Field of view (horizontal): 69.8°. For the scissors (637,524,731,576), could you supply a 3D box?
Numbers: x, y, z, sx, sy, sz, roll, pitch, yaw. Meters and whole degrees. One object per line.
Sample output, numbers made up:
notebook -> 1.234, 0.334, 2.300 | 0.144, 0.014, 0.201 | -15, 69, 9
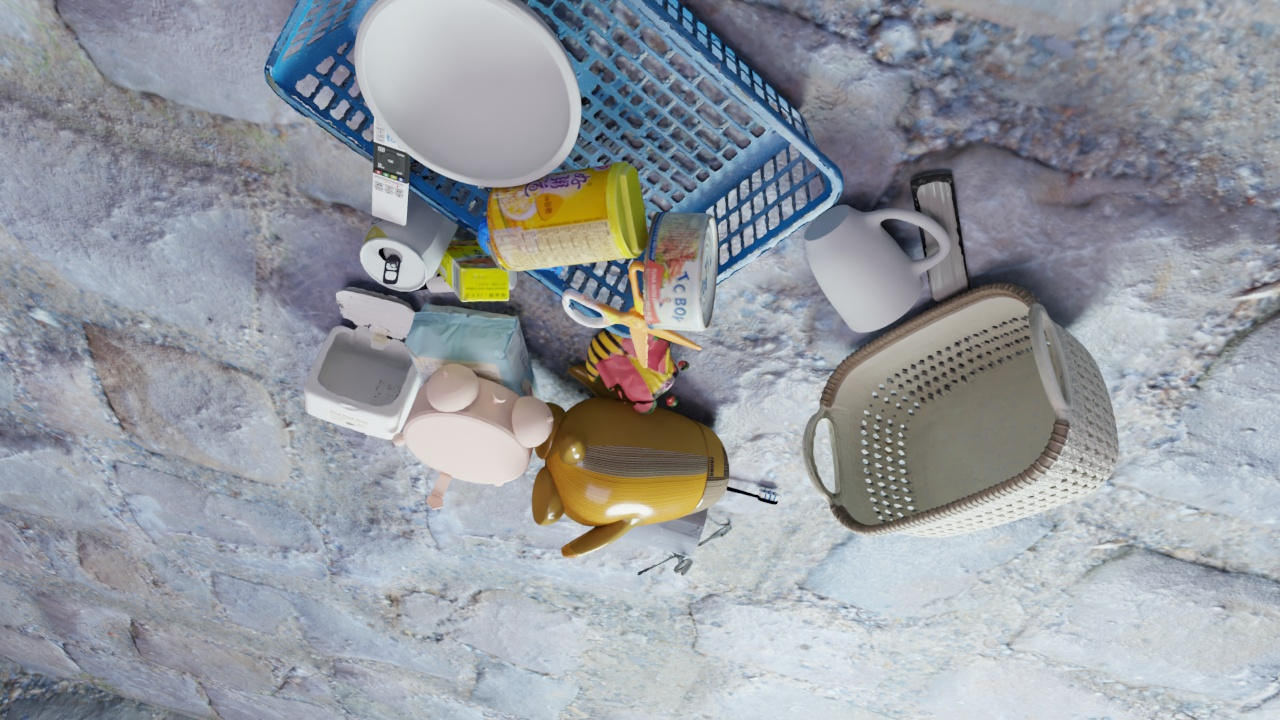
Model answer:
scissors -> 0.051, 0.244, 1.134 | 0.142, 0.173, 0.014 | -31, 89, 8

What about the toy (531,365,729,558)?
toy -> -0.005, 0.111, 0.977 | 0.203, 0.198, 0.163 | 6, 164, -22

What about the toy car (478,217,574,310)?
toy car -> -0.088, -0.072, 0.706 | 0.092, 0.061, 0.033 | 13, 140, 2

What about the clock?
clock -> -0.173, 0.079, 0.931 | 0.131, 0.086, 0.161 | 25, 134, -17

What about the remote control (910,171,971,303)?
remote control -> 0.247, -0.097, 0.751 | 0.033, 0.013, 0.136 | -6, 138, 23

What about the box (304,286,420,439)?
box -> -0.283, -0.007, 0.964 | 0.108, 0.125, 0.137 | 20, 149, -7

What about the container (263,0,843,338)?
container -> -0.058, -0.192, 0.679 | 0.362, 0.089, 0.258 | 35, 136, -22

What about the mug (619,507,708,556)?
mug -> 0.016, 0.185, 1.106 | 0.104, 0.083, 0.124 | 17, 164, -5

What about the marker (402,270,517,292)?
marker -> -0.182, -0.079, 0.896 | 0.126, 0.025, 0.025 | -1, 137, 18

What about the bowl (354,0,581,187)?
bowl -> -0.107, -0.185, 0.598 | 0.149, 0.043, 0.150 | 9, 140, 8

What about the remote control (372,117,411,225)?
remote control -> -0.185, -0.152, 0.685 | 0.028, 0.011, 0.124 | 18, 140, -3

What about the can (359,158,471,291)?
can -> -0.192, -0.114, 0.780 | 0.064, 0.127, 0.064 | 9, 139, 7

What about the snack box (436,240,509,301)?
snack box -> -0.149, -0.080, 0.800 | 0.040, 0.148, 0.029 | -3, 107, -20

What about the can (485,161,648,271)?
can -> -0.051, -0.101, 0.654 | 0.105, 0.067, 0.068 | -5, 136, 17

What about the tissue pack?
tissue pack -> -0.170, 0.019, 0.973 | 0.112, 0.069, 0.182 | 6, 141, 11

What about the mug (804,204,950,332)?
mug -> 0.190, -0.087, 0.741 | 0.107, 0.071, 0.089 | -30, 115, 29

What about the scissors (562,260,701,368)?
scissors -> -0.010, -0.036, 0.764 | 0.128, 0.011, 0.125 | 5, 139, 13

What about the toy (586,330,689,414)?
toy -> -0.005, 0.005, 0.918 | 0.103, 0.046, 0.084 | 20, 111, 6

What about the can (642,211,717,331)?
can -> 0.029, -0.064, 0.662 | 0.043, 0.086, 0.086 | 4, 139, 12

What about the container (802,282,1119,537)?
container -> 0.278, 0.057, 0.795 | 0.142, 0.184, 0.247 | 19, 146, -31

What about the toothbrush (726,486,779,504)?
toothbrush -> 0.080, 0.142, 1.075 | 0.168, 0.014, 0.014 | 14, 106, 5
